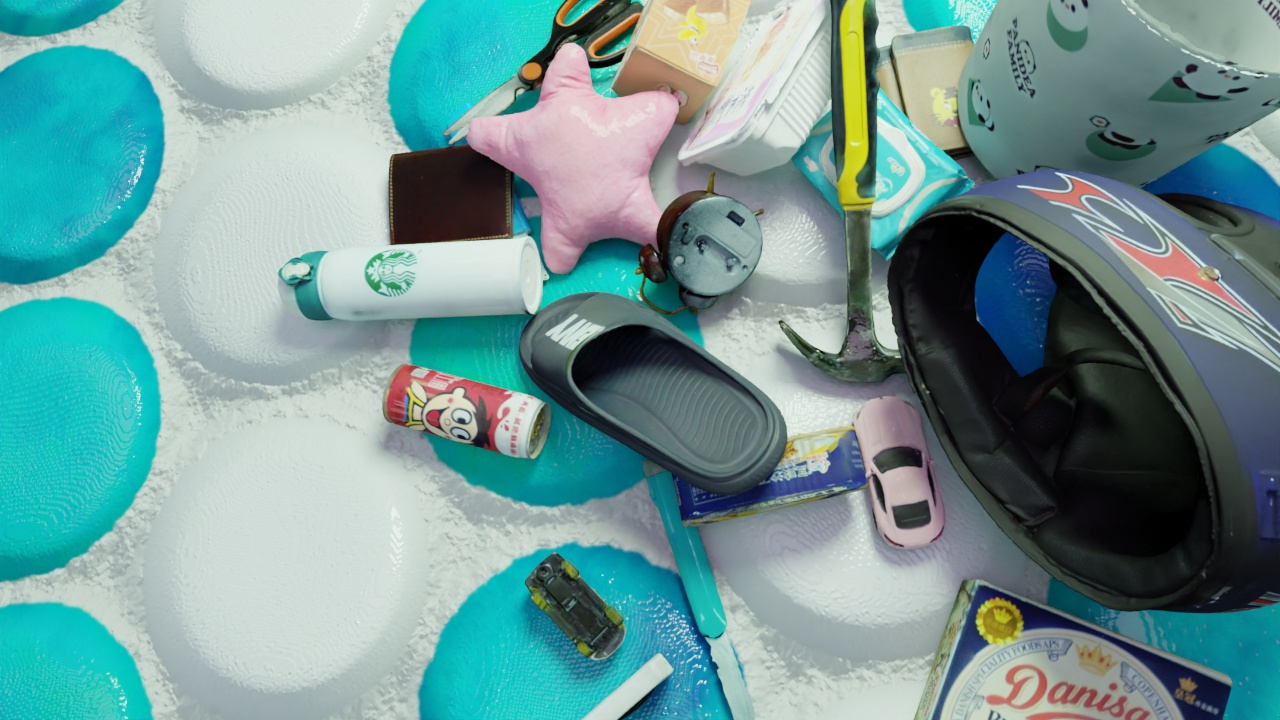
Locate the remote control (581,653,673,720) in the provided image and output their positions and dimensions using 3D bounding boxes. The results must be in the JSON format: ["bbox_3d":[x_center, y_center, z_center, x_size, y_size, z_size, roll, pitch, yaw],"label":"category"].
[{"bbox_3d":[-0.037,0.278,0.693,0.150,0.058,0.021,-40,76,-2],"label":"remote control"}]

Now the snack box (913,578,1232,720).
[{"bbox_3d":[0.293,0.273,0.652,0.178,0.046,0.182,21,80,13],"label":"snack box"}]

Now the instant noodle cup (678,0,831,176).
[{"bbox_3d":[0.117,-0.230,0.775,0.060,0.138,0.173,32,81,-19],"label":"instant noodle cup"}]

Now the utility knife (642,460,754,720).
[{"bbox_3d":[0.046,0.181,0.729,0.029,0.013,0.223,-19,71,1],"label":"utility knife"}]

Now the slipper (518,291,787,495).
[{"bbox_3d":[-0.004,0.004,0.713,0.268,0.083,0.110,32,76,37],"label":"slipper"}]

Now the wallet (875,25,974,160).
[{"bbox_3d":[0.255,-0.229,0.798,0.090,0.033,0.115,-11,78,4],"label":"wallet"}]

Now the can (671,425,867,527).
[{"bbox_3d":[0.099,0.091,0.714,0.148,0.074,0.049,-13,77,7],"label":"can"}]

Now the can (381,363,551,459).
[{"bbox_3d":[-0.146,0.043,0.773,0.133,0.053,0.053,14,78,12],"label":"can"}]

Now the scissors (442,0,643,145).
[{"bbox_3d":[-0.098,-0.281,0.857,0.235,0.022,0.142,-19,70,-2],"label":"scissors"}]

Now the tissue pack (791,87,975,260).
[{"bbox_3d":[0.199,-0.157,0.763,0.093,0.050,0.133,-45,73,20],"label":"tissue pack"}]

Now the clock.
[{"bbox_3d":[0.047,-0.090,0.765,0.082,0.055,0.122,32,102,-23],"label":"clock"}]

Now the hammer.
[{"bbox_3d":[0.167,-0.141,0.718,0.126,0.031,0.323,-3,102,7],"label":"hammer"}]

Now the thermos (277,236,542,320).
[{"bbox_3d":[-0.202,-0.070,0.798,0.224,0.073,0.073,-2,75,10],"label":"thermos"}]

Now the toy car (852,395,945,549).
[{"bbox_3d":[0.202,0.086,0.720,0.056,0.037,0.122,-11,73,4],"label":"toy car"}]

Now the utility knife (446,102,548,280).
[{"bbox_3d":[-0.130,-0.153,0.842,0.034,0.018,0.194,-27,75,0],"label":"utility knife"}]

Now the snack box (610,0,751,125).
[{"bbox_3d":[0.034,-0.276,0.799,0.077,0.093,0.094,23,78,-11],"label":"snack box"}]

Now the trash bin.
[{"bbox_3d":[0.360,-0.241,0.655,0.229,0.252,0.229,0,77,-2],"label":"trash bin"}]

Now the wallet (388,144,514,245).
[{"bbox_3d":[-0.172,-0.148,0.833,0.122,0.020,0.096,-3,84,16],"label":"wallet"}]

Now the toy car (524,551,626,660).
[{"bbox_3d":[-0.049,0.196,0.728,0.042,0.035,0.090,-45,74,-3],"label":"toy car"}]

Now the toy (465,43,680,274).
[{"bbox_3d":[-0.035,-0.169,0.791,0.179,0.074,0.194,-32,99,10],"label":"toy"}]

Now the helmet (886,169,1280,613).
[{"bbox_3d":[0.345,0.004,0.616,0.239,0.248,0.315,-19,68,-26],"label":"helmet"}]
